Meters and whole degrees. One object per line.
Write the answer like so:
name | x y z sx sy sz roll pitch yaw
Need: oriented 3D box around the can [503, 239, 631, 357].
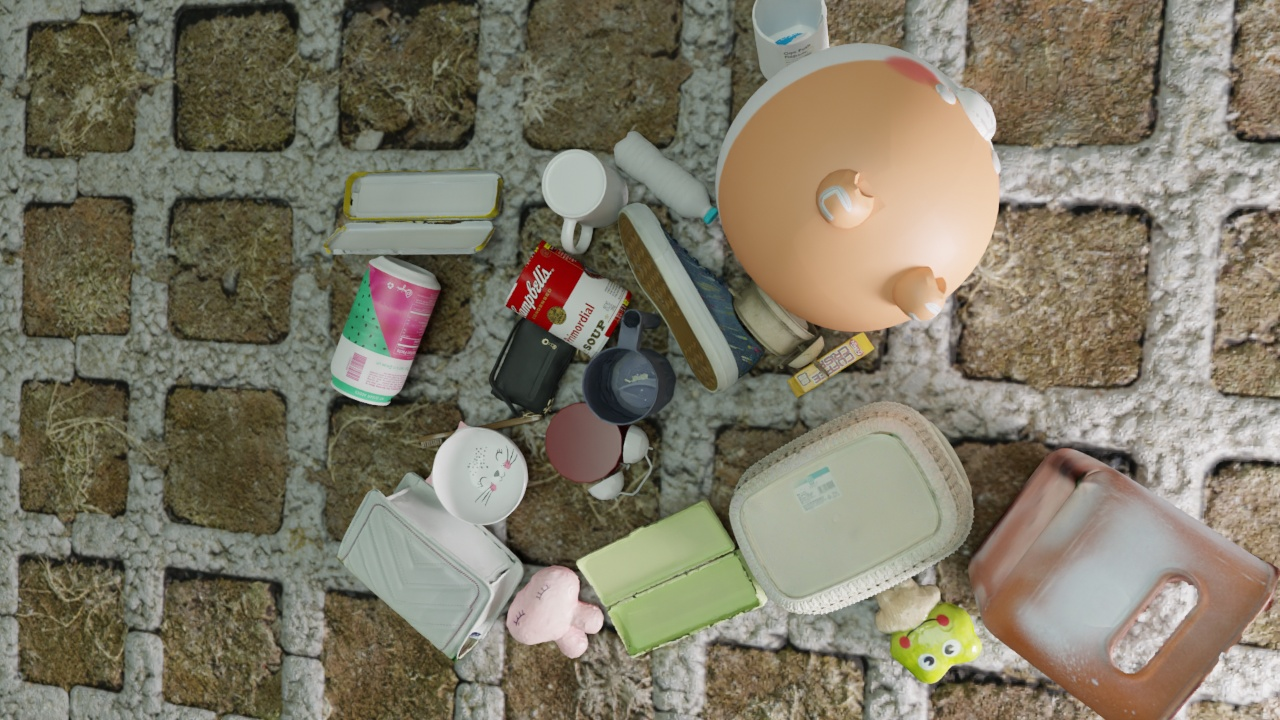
can | -0.080 -0.068 1.024 0.116 0.086 0.087 30 99 -7

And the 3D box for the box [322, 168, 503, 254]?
box | -0.271 -0.174 1.101 0.210 0.045 0.128 2 61 14

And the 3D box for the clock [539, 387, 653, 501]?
clock | -0.050 0.100 1.057 0.137 0.048 0.096 35 100 11

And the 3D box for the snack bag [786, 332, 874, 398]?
snack bag | 0.207 0.005 1.002 0.099 0.020 0.026 -34 84 13

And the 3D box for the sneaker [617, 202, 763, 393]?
sneaker | 0.057 -0.081 1.013 0.079 0.088 0.235 -26 79 -18

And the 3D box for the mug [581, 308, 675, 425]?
mug | -0.006 0.006 1.014 0.084 0.104 0.124 10 94 14

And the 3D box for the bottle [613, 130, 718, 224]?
bottle | 0.030 -0.202 1.030 0.136 0.044 0.044 40 100 10

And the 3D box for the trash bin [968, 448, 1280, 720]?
trash bin | 0.411 0.192 0.831 0.157 0.259 0.182 36 100 13

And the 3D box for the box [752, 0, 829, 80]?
box | 0.147 -0.352 0.936 0.084 0.165 0.094 -16 76 9

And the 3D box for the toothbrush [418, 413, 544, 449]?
toothbrush | -0.194 0.084 1.111 0.167 0.016 0.016 -13 88 15

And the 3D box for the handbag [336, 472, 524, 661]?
handbag | -0.251 0.245 1.093 0.198 0.096 0.142 37 114 10

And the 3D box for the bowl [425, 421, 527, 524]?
bowl | -0.184 0.134 1.090 0.115 0.050 0.114 0 92 12

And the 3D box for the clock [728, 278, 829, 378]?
clock | 0.152 -0.032 0.982 0.055 0.092 0.141 -42 87 19

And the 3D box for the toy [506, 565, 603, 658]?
toy | -0.098 0.298 1.077 0.105 0.053 0.108 34 98 -4

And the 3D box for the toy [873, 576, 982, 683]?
toy | 0.297 0.278 0.974 0.092 0.043 0.118 -37 81 14

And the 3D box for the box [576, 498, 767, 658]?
box | 0.032 0.245 1.029 0.188 0.030 0.138 -32 88 26

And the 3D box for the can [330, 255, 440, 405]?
can | -0.307 -0.036 1.099 0.088 0.088 0.166 25 97 13

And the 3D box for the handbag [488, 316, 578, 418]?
handbag | -0.122 0.006 1.072 0.079 0.054 0.128 25 95 8

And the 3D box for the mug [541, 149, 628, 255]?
mug | -0.064 -0.173 1.031 0.074 0.090 0.110 13 95 14

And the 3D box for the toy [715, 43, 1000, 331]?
toy | 0.207 -0.155 0.861 0.266 0.280 0.263 -36 113 23

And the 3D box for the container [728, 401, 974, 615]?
container | 0.209 0.154 0.942 0.252 0.143 0.184 -30 76 13
